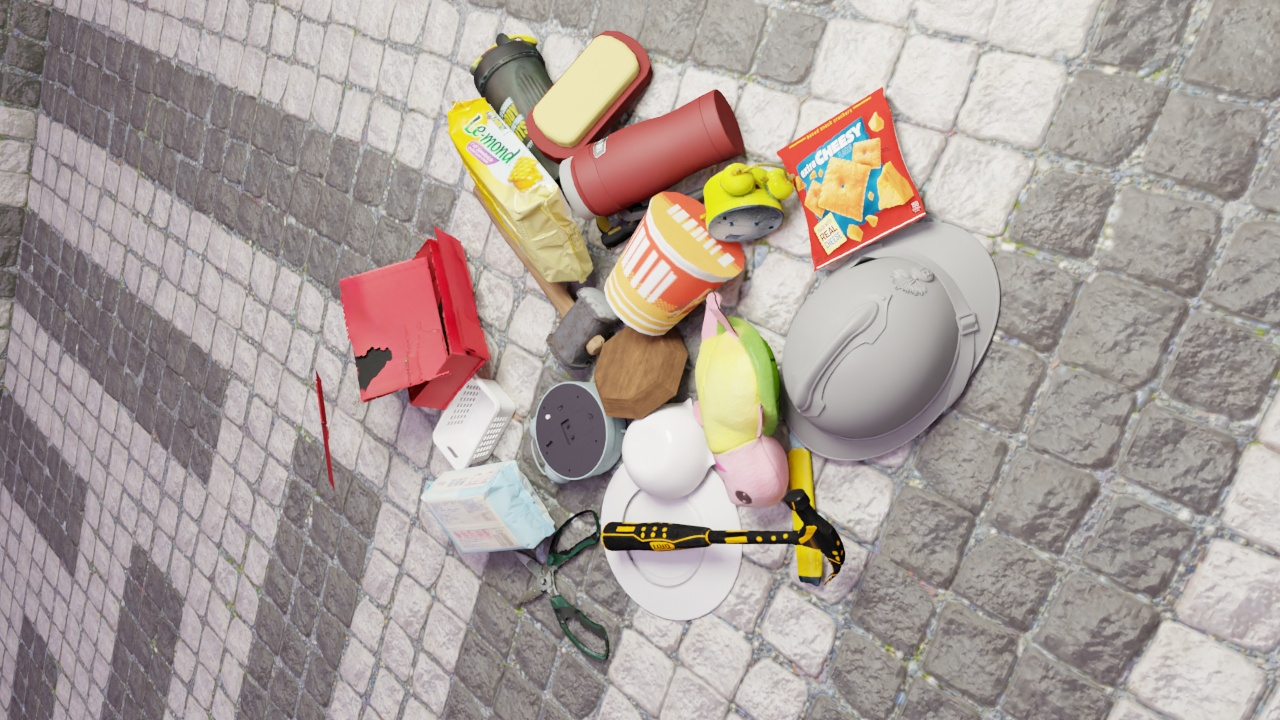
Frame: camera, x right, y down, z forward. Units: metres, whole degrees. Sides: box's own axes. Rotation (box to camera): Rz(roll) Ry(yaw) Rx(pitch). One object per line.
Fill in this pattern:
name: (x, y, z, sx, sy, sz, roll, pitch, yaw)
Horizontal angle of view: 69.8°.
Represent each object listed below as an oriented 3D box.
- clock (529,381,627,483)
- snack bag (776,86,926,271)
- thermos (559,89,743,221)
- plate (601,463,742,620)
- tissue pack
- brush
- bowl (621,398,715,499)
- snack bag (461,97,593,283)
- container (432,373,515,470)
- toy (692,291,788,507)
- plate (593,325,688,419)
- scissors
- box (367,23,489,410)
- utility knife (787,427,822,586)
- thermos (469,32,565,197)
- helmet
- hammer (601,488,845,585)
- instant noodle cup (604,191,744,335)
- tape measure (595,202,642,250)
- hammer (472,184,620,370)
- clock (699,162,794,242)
clock: (-0.084, 0.093, 1.167, 0.160, 0.045, 0.122, -35, 70, 34)
snack bag: (0.211, -0.181, 0.931, 0.131, 0.039, 0.144, -27, 69, 37)
thermos: (0.016, -0.220, 1.043, 0.199, 0.083, 0.108, -19, 118, 24)
plate: (0.029, 0.208, 1.099, 0.209, 0.015, 0.208, 1, 92, 38)
tissue pack: (-0.208, 0.198, 1.228, 0.182, 0.069, 0.112, -13, 118, 42)
brush: (-0.063, -0.316, 1.092, 0.082, 0.042, 0.173, 41, 89, 12)
bowl: (0.021, 0.103, 1.068, 0.115, 0.050, 0.114, -8, 76, 35)
snack bag: (-0.152, -0.206, 1.128, 0.068, 0.160, 0.247, -34, 55, -6)
container: (-0.228, 0.084, 1.275, 0.081, 0.049, 0.129, 45, 117, 28)
toy: (0.105, 0.043, 0.970, 0.190, 0.087, 0.238, 172, 85, -70)
plate: (-0.007, 0.006, 1.083, 0.132, 0.025, 0.131, -19, 55, 28)
scissors: (-0.093, 0.278, 1.197, 0.202, 0.015, 0.205, 34, 112, 30)
box: (-0.263, -0.146, 1.139, 0.479, 0.171, 0.214, 90, 164, -58)
utility knife: (0.173, 0.128, 0.983, 0.031, 0.019, 0.224, -7, 89, 33)
thermos: (-0.134, -0.315, 1.169, 0.098, 0.098, 0.220, -41, 70, 31)
helmet: (0.213, -0.017, 0.885, 0.183, 0.117, 0.272, 48, 116, 27)
hammer: (0.078, 0.197, 1.010, 0.321, 0.036, 0.123, -11, 121, 43)
instant noodle cup: (0.030, -0.102, 1.032, 0.121, 0.123, 0.123, -48, 63, 37)
tape measure: (-0.027, -0.176, 1.122, 0.062, 0.034, 0.061, -28, 72, 34)
hammer: (-0.140, -0.128, 1.208, 0.328, 0.052, 0.098, 52, 120, 29)
clock: (0.114, -0.171, 0.971, 0.119, 0.083, 0.057, 135, 131, -60)
